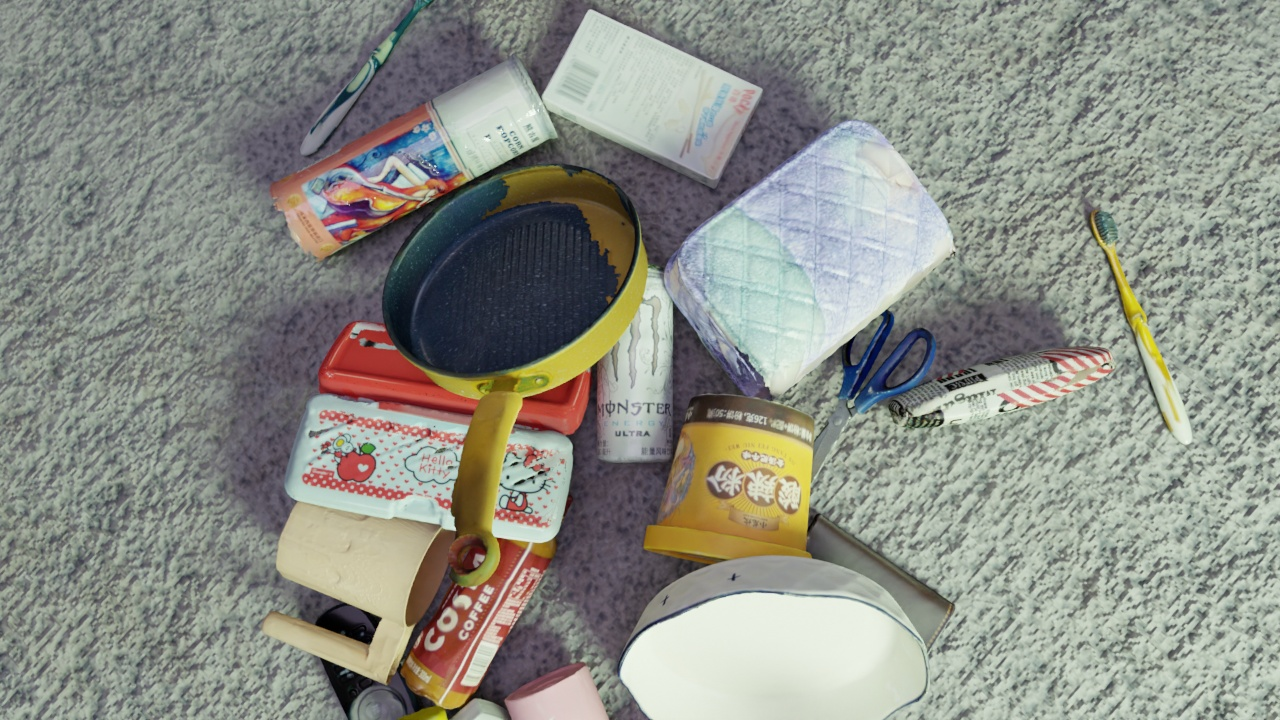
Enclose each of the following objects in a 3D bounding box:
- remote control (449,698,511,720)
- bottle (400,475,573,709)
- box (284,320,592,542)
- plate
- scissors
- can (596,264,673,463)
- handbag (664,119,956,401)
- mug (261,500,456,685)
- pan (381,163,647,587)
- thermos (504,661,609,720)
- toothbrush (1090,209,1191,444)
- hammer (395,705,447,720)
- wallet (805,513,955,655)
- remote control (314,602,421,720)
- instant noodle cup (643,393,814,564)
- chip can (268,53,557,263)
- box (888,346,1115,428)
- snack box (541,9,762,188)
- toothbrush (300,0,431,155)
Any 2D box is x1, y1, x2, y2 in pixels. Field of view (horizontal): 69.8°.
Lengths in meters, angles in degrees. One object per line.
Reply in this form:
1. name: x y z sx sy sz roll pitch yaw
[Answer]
1. remote control: -0.152 0.304 0.674 0.135 0.056 0.019 -40 44 -2
2. bottle: -0.110 0.169 0.684 0.057 0.057 0.175 30 86 5
3. box: -0.144 0.045 0.673 0.201 0.058 0.160 9 57 4
4. plate: 0.088 0.199 0.621 0.205 0.205 0.045 2 44 3
5. scissors: 0.151 0.033 0.699 0.173 0.012 0.132 -37 45 27
6. can: -0.004 0.004 0.696 0.058 0.058 0.146 0 84 3
7. handbag: 0.123 -0.075 0.679 0.193 0.076 0.134 -37 90 -10
8. mug: -0.208 0.159 0.675 0.103 0.084 0.124 19 77 7
9. pan: -0.090 -0.007 0.608 0.198 0.078 0.356 -13 53 11
10. thermos: -0.040 0.328 0.664 0.087 0.067 0.198 -24 84 22
11. toothbrush: 0.383 -0.027 0.700 0.016 0.018 0.191 -18 84 2
12. hammer: -0.094 0.394 0.639 0.126 0.032 0.323 -20 93 10
13. wallet: 0.159 0.189 0.689 0.122 0.020 0.096 33 87 8
14. remote control: -0.202 0.248 0.697 0.053 0.024 0.136 -28 84 -3
15. instant noodle cup: 0.071 0.091 0.659 0.118 0.118 0.114 11 77 4
16. chip can: -0.175 -0.157 0.715 0.215 0.071 0.071 -27 83 0
17. box: 0.267 0.023 0.679 0.164 0.069 0.052 -14 74 4
18. snack box: 0.009 -0.209 0.733 0.157 0.027 0.084 27 85 5
19. toothbrush: -0.220 -0.245 0.753 0.016 0.018 0.191 36 87 5
